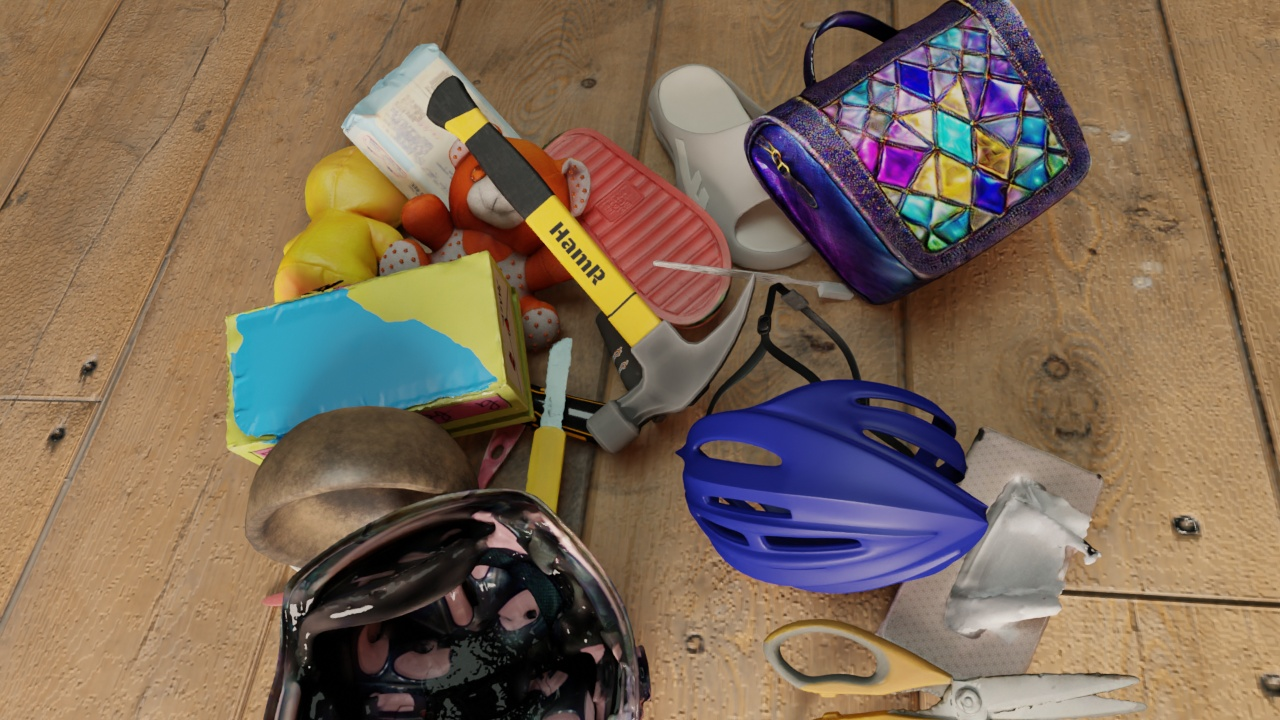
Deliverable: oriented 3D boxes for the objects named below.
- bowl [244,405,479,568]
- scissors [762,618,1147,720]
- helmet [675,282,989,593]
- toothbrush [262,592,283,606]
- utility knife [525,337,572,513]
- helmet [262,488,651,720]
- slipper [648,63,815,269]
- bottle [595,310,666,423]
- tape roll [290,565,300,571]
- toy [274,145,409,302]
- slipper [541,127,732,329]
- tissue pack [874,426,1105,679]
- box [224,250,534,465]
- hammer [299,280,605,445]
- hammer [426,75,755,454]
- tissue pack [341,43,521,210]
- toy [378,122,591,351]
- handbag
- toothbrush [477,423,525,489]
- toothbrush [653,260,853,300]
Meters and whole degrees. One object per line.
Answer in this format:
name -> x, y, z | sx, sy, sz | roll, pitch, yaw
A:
bowl -> -0.198, 0.092, 0.665 | 0.162, 0.162, 0.070 | -13, 59, 4
scissors -> 0.186, 0.221, 0.565 | 0.228, 0.016, 0.134 | -1, 83, 22
helmet -> 0.128, 0.043, 0.627 | 0.242, 0.147, 0.227 | -10, 56, 46
toothbrush -> -0.211, 0.175, 0.716 | 0.184, 0.016, 0.015 | -10, 65, 8
utility knife -> -0.072, 0.088, 0.705 | 0.030, 0.019, 0.218 | 5, 81, 4
helmet -> -0.107, 0.221, 0.584 | 0.230, 0.153, 0.255 | -25, 59, -7
slipper -> 0.078, -0.202, 0.842 | 0.113, 0.081, 0.265 | -20, 57, -4
bottle -> -0.005, 0.004, 0.765 | 0.030, 0.030, 0.113 | -24, 58, -3
tape roll -> -0.251, 0.132, 0.750 | 0.093, 0.013, 0.092 | -5, 59, 9
toy -> -0.284, -0.130, 0.874 | 0.135, 0.087, 0.193 | 2, 60, 17
slipper -> -0.004, -0.116, 0.818 | 0.103, 0.059, 0.248 | -37, 61, -5
tissue pack -> 0.241, 0.136, 0.616 | 0.104, 0.071, 0.181 | 25, 64, 25
box -> -0.203, 0.005, 0.714 | 0.221, 0.082, 0.124 | -15, 66, 5
hammer -> -0.162, 0.015, 0.761 | 0.321, 0.036, 0.123 | 13, 72, 11
hammer -> -0.054, -0.098, 0.710 | 0.170, 0.034, 0.324 | -41, 81, 4
tissue pack -> -0.176, -0.192, 0.856 | 0.111, 0.182, 0.070 | -51, 21, -22
toy -> -0.124, -0.108, 0.787 | 0.164, 0.092, 0.172 | 22, 98, -1
handbag -> 0.208, -0.178, 0.730 | 0.204, 0.125, 0.222 | -33, 87, -8
toothbrush -> -0.120, 0.083, 0.751 | 0.021, 0.016, 0.134 | 19, 65, 14
toothbrush -> 0.095, -0.065, 0.745 | 0.181, 0.010, 0.010 | 5, 55, -21
